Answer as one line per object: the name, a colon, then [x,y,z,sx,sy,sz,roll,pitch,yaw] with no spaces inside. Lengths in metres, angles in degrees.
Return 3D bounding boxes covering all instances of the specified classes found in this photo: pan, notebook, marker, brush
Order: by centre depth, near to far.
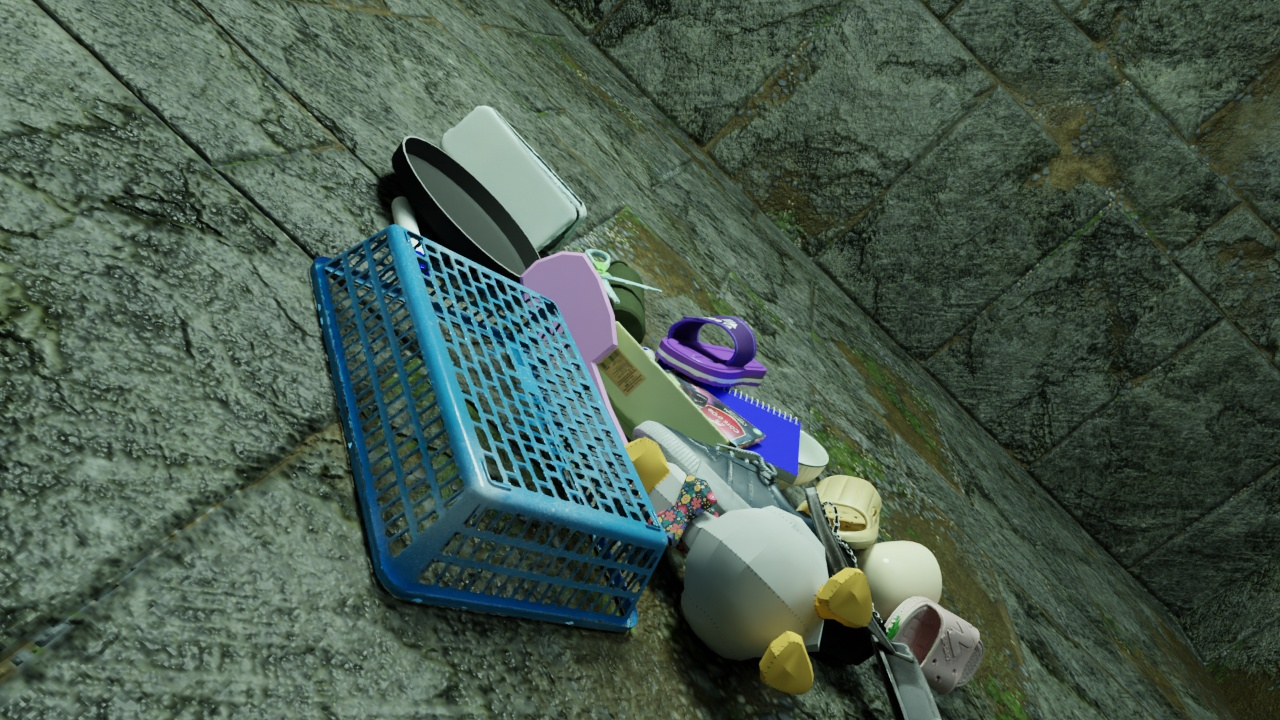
pan: [0.234,0.280,0.880,0.187,0.055,0.357,-73,145,-80]
marker: [-0.244,-0.128,0.963,0.027,0.023,0.133,9,37,-30]
brush: [-0.059,-0.003,0.982,0.043,0.089,0.228,62,8,-82]
pan: [-0.156,-0.121,1.086,0.356,0.034,0.225,47,13,-9]
notebook: [0.104,0.070,1.168,0.209,0.022,0.171,25,22,2]

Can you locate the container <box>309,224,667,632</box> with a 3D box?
container: [-0.122,0.040,0.778,0.257,0.089,0.362,25,28,-44]

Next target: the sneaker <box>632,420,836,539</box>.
sneaker: [0.097,0.133,0.971,0.235,0.089,0.087,41,63,9]

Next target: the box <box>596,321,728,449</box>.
box: [0.007,0.051,1.052,0.188,0.091,0.083,48,3,0]

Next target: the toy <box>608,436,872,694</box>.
toy: [0.087,0.190,0.851,0.268,0.140,0.247,32,-17,53]

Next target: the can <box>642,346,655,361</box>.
can: [-0.007,0.007,1.156,0.032,0.032,0.095,46,20,2]

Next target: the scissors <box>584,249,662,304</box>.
scissors: [-0.049,-0.113,1.189,0.171,0.025,0.159,16,24,13]

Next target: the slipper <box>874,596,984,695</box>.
slipper: [0.372,0.356,1.121,0.239,0.094,0.064,32,-5,-41]

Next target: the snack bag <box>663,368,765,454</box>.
snack bag: [0.076,0.059,1.119,0.155,0.018,0.074,38,26,25]

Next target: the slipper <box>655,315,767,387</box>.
slipper: [0.114,-0.023,1.266,0.107,0.084,0.266,29,10,25]

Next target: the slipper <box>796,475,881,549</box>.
slipper: [0.264,0.190,1.216,0.111,0.079,0.261,5,1,20]

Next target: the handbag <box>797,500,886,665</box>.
handbag: [0.220,0.245,1.022,0.125,0.115,0.153,38,17,-26]

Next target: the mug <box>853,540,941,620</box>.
mug: [0.309,0.289,1.150,0.099,0.096,0.120,3,80,-35]

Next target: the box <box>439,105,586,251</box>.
box: [-0.165,-0.244,1.243,0.215,0.122,0.083,52,-2,5]

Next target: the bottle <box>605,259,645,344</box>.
bottle: [-0.030,-0.083,1.230,0.071,0.072,0.206,38,21,-19]

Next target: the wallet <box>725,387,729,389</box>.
wallet: [0.099,0.020,1.360,0.072,0.019,0.123,36,22,-24]

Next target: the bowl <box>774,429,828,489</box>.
bowl: [0.185,0.131,1.228,0.118,0.062,0.118,21,20,-8]
